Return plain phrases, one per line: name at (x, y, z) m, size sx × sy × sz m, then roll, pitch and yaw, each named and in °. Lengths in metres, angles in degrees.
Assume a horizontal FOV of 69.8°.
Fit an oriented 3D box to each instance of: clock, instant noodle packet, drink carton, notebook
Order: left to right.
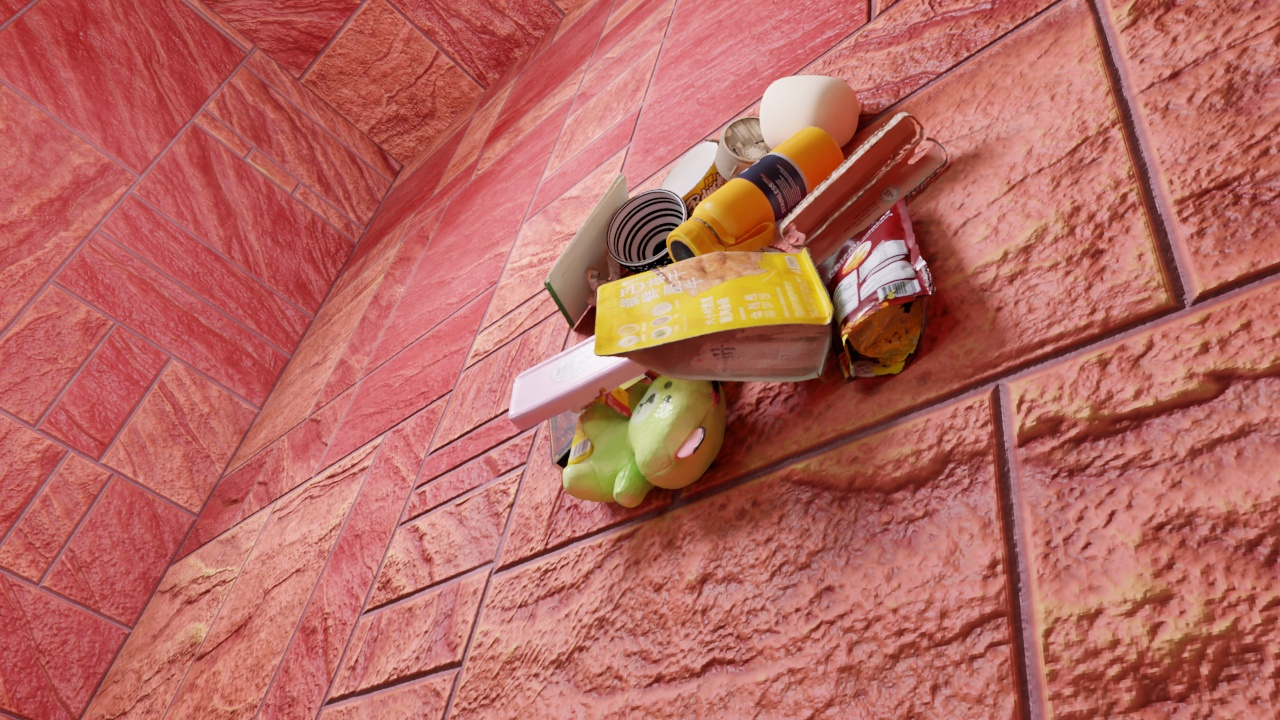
notebook at (-0.066, -0.147, 1.314) m, size 0.181 × 0.010 × 0.252 m, roll -55°, pitch -10°, yaw -7°
drink carton at (-0.045, 0.086, 1.094) m, size 0.043 × 0.058 × 0.134 m, roll -33°, pitch 30°, yaw 33°
instant noodle packet at (0.066, -0.044, 0.912) m, size 0.221 × 0.084 × 0.162 m, roll -2°, pitch 31°, yaw 1°
clock at (0.163, -0.286, 1.213) m, size 0.140 × 0.055 × 0.093 m, roll -23°, pitch 63°, yaw -12°

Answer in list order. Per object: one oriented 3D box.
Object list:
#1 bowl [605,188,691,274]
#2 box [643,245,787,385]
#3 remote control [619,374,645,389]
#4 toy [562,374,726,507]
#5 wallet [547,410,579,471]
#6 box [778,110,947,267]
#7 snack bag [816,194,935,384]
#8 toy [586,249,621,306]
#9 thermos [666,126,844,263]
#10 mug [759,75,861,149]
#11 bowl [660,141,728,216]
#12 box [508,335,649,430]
bowl at (0.021, -0.164, 1.240) m, size 0.120 × 0.066 × 0.120 m, roll -14°, pitch 58°, yaw 23°
box at (0.091, -0.046, 1.060) m, size 0.205 × 0.051 × 0.118 m, roll -53°, pitch 25°, yaw -1°
remote control at (-0.007, 0.007, 1.173) m, size 0.144 × 0.024 × 0.049 m, roll -32°, pitch 32°, yaw 29°
toy at (0.018, 0.082, 0.960) m, size 0.197 × 0.107 × 0.149 m, roll -17°, pitch 41°, yaw 36°
wallet at (-0.092, 0.087, 1.211) m, size 0.072 × 0.019 × 0.123 m, roll -47°, pitch 26°, yaw 19°
box at (0.235, -0.176, 0.977) m, size 0.187 × 0.082 × 0.041 m, roll -44°, pitch 17°, yaw 18°
snack bag at (0.218, -0.076, 0.882) m, size 0.139 × 0.066 × 0.207 m, roll -50°, pitch 21°, yaw 27°
toy at (-0.029, -0.102, 1.295) m, size 0.074 × 0.085 × 0.106 m, roll -19°, pitch 34°, yaw -31°
thermos at (0.135, -0.180, 1.044) m, size 0.232 × 0.076 × 0.092 m, roll -38°, pitch 18°, yaw -23°
mug at (0.225, -0.306, 1.141) m, size 0.120 × 0.096 × 0.100 m, roll -18°, pitch 22°, yaw -33°
bowl at (0.088, -0.244, 1.295) m, size 0.117 × 0.067 × 0.117 m, roll -38°, pitch 29°, yaw 25°
box at (-0.053, 0.003, 1.025) m, size 0.202 × 0.077 × 0.146 m, roll -26°, pitch 10°, yaw 31°
